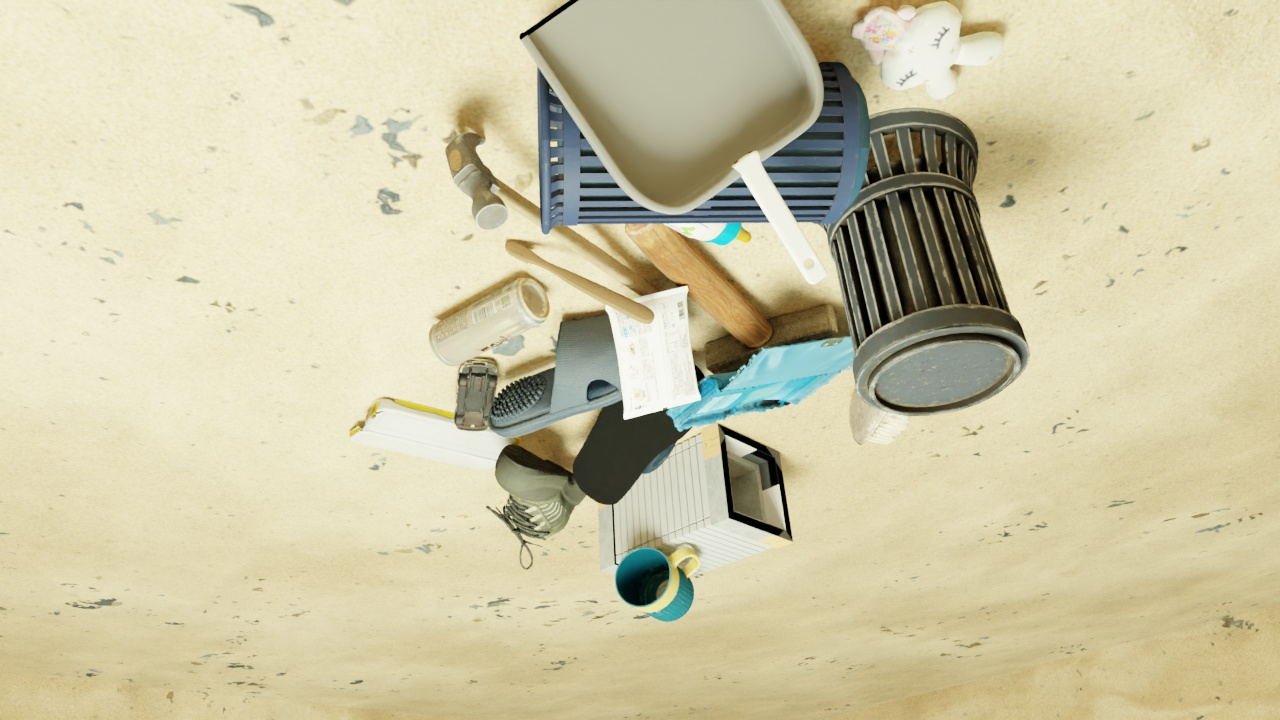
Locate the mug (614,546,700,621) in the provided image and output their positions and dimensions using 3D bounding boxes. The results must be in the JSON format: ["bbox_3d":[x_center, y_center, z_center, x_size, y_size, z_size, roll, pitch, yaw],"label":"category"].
[{"bbox_3d":[0.035,0.306,1.280,0.113,0.083,0.107,-38,143,2],"label":"mug"}]

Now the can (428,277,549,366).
[{"bbox_3d":[-0.164,-0.041,0.992,0.136,0.054,0.054,-24,143,29],"label":"can"}]

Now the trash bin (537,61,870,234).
[{"bbox_3d":[0.045,-0.172,0.730,0.249,0.139,0.139,-1,148,-7],"label":"trash bin"}]

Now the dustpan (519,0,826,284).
[{"bbox_3d":[0.056,-0.163,0.646,0.163,0.033,0.257,-35,104,0],"label":"dustpan"}]

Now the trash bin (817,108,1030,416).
[{"bbox_3d":[0.241,-0.079,0.809,0.164,0.227,0.164,-3,148,-2],"label":"trash bin"}]

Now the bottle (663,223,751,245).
[{"bbox_3d":[0.052,-0.141,0.858,0.146,0.051,0.051,22,140,-35],"label":"bottle"}]

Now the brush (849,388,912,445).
[{"bbox_3d":[0.315,0.017,1.107,0.056,0.083,0.272,2,147,-8],"label":"brush"}]

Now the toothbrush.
[{"bbox_3d":[-0.061,-0.077,0.918,0.167,0.016,0.016,27,162,3],"label":"toothbrush"}]

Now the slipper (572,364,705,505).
[{"bbox_3d":[0.005,0.079,1.190,0.109,0.083,0.266,40,127,7],"label":"slipper"}]

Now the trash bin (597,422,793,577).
[{"bbox_3d":[0.073,0.221,1.351,0.248,0.142,0.142,-30,140,35],"label":"trash bin"}]

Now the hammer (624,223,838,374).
[{"bbox_3d":[0.083,-0.075,0.979,0.158,0.037,0.300,-22,144,26],"label":"hammer"}]

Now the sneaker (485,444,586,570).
[{"bbox_3d":[-0.160,0.201,1.255,0.101,0.143,0.238,27,174,21],"label":"sneaker"}]

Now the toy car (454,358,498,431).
[{"bbox_3d":[-0.203,0.042,1.128,0.048,0.040,0.113,5,127,-13],"label":"toy car"}]

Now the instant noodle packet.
[{"bbox_3d":[0.016,-0.006,0.958,0.087,0.026,0.134,-14,117,-11],"label":"instant noodle packet"}]

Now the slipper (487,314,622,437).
[{"bbox_3d":[-0.082,0.007,1.034,0.264,0.101,0.082,-26,130,23],"label":"slipper"}]

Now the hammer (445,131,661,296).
[{"bbox_3d":[-0.060,-0.114,0.861,0.031,0.119,0.331,-40,147,17],"label":"hammer"}]

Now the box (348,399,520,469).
[{"bbox_3d":[-0.278,0.106,1.247,0.209,0.034,0.130,17,146,-30],"label":"box"}]

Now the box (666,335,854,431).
[{"bbox_3d":[0.164,0.016,1.060,0.231,0.033,0.175,-7,156,-42],"label":"box"}]

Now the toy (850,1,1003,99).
[{"bbox_3d":[0.223,-0.245,0.723,0.125,0.037,0.076,12,141,-30],"label":"toy"}]
